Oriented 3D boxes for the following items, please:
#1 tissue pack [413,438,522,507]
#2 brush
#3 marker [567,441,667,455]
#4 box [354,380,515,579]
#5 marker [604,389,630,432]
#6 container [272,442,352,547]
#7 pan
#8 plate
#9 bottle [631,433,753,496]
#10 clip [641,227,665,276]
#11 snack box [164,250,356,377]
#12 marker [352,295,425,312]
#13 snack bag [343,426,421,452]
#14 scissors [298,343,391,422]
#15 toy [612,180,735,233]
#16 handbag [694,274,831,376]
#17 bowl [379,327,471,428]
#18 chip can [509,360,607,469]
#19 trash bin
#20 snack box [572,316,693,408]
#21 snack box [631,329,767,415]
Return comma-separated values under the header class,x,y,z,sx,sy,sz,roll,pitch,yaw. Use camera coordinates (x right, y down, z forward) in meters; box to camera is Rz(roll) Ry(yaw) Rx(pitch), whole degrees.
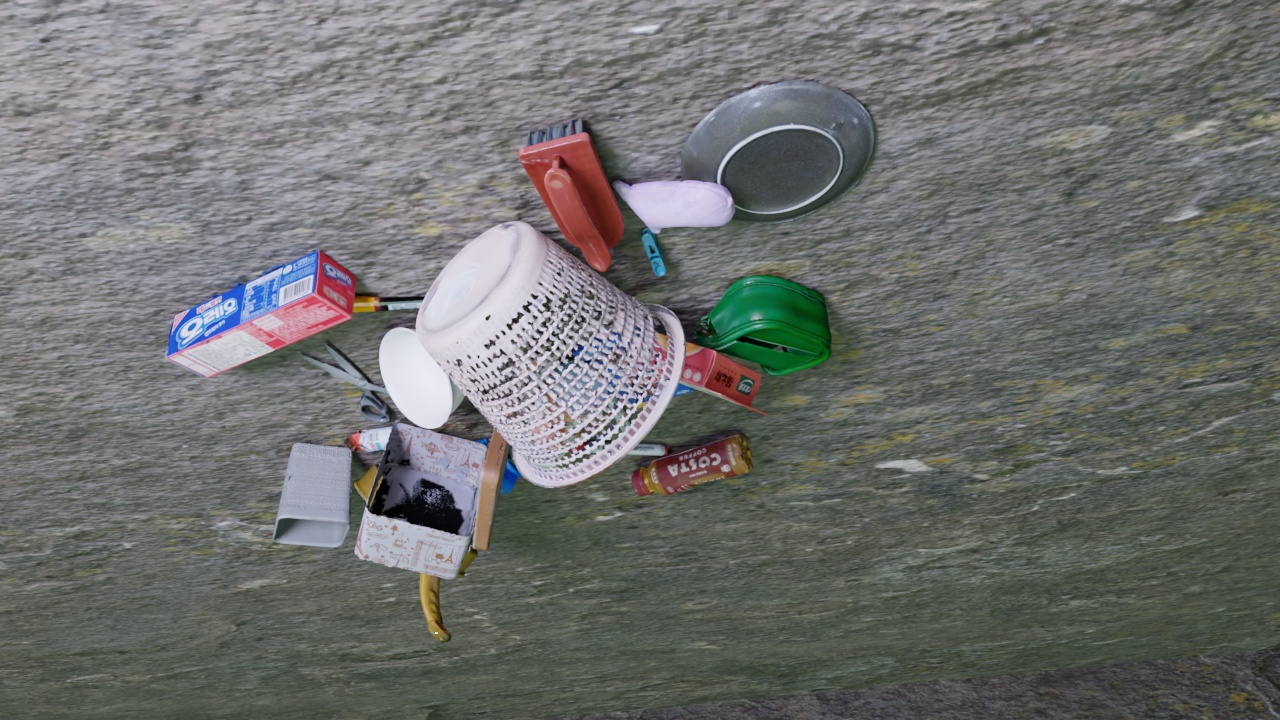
class,x,y,z,sx,sy,sz,roll,pitch,yaw
tissue pack,-0.251,0.157,1.278,0.157,0.052,0.095,-16,144,16
brush,-0.054,-0.141,0.819,0.063,0.069,0.146,-11,147,11
marker,-0.034,0.123,1.287,0.145,0.017,0.017,4,147,-13
box,-0.235,0.129,1.099,0.157,0.182,0.193,14,123,-10
marker,-0.028,0.070,1.204,0.017,0.016,0.146,-11,147,9
container,-0.434,0.178,1.228,0.090,0.114,0.090,10,145,-22
pan,-0.282,0.249,1.189,0.078,0.358,0.197,-49,119,-9
plate,0.125,-0.177,0.830,0.179,0.024,0.180,-3,147,-2
bottle,0.071,0.153,1.311,0.175,0.057,0.057,-19,145,22
clip,0.013,-0.111,0.923,0.015,0.049,0.057,-11,142,11
snack box,-0.390,-0.044,0.938,0.208,0.057,0.058,-19,148,21
marker,-0.262,-0.061,0.969,0.123,0.015,0.018,-3,149,-9
snack bag,-0.334,0.103,1.207,0.104,0.026,0.048,-6,156,1
scissors,-0.330,0.031,1.105,0.159,0.014,0.171,7,146,-19
toy,0.038,-0.141,0.846,0.108,0.038,0.084,1,157,31
handbag,0.140,-0.035,1.025,0.131,0.067,0.120,18,150,-34
bowl,-0.229,0.010,1.025,0.064,0.118,0.119,-30,171,-46
chip can,-0.104,0.074,1.126,0.071,0.071,0.215,6,153,-17
trash bin,-0.100,-0.020,0.894,0.228,0.226,0.192,-25,128,29
snack box,-0.007,0.006,1.097,0.085,0.026,0.157,-18,145,21
snack box,0.073,0.012,1.024,0.127,0.044,0.113,20,178,36
